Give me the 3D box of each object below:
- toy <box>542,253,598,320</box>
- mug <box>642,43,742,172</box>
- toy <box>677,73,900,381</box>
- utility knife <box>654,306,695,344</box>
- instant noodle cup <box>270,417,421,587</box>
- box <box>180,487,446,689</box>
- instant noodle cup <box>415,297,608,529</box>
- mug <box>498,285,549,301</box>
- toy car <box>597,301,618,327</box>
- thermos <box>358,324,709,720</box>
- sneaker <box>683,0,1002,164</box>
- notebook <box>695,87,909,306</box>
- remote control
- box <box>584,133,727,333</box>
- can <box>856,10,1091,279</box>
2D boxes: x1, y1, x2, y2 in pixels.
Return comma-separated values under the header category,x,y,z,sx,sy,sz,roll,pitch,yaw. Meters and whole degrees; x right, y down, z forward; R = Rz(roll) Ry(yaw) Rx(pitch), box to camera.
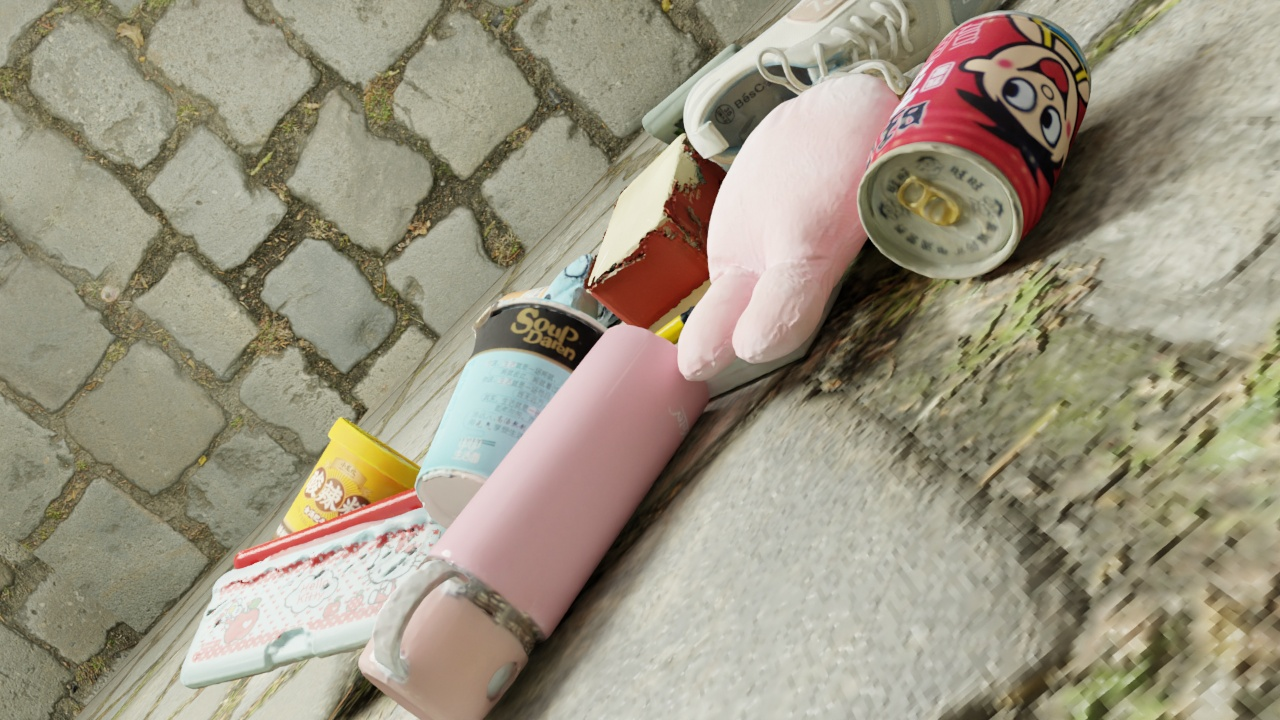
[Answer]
category,x,y,z,sx,sy,sz,roll,pitch,yaw
toy,-0.068,-0.001,0.689,0.156,0.050,0.161,-176,104,-78
mug,0.081,-0.193,0.731,0.104,0.123,0.083,-31,53,42
toy,0.066,-0.061,0.427,0.121,0.054,0.159,-16,47,61
utility knife,-0.003,0.003,0.585,0.033,0.015,0.154,-7,-24,-46
instant noodle cup,-0.226,0.124,0.743,0.114,0.118,0.118,-56,15,-11
box,-0.189,0.129,0.587,0.201,0.065,0.159,-21,18,22
instant noodle cup,-0.072,0.043,0.536,0.111,0.111,0.120,-32,26,47
mug,-0.094,-0.040,0.913,0.078,0.078,0.123,-52,18,-24
toy car,-0.020,-0.068,0.831,0.120,0.037,0.054,-53,12,-1
thermos,-0.046,0.067,0.416,0.067,0.087,0.198,22,57,27
sneaker,0.134,-0.209,0.612,0.243,0.089,0.090,-29,18,16
notebook,0.107,-0.109,0.627,0.211,0.012,0.149,-45,14,5
remote control,0.046,-0.005,0.484,0.135,0.019,0.056,-28,22,52
box,0.015,-0.100,0.664,0.092,0.077,0.168,-39,20,29
can,0.129,-0.083,0.355,0.067,0.066,0.093,-27,23,55
